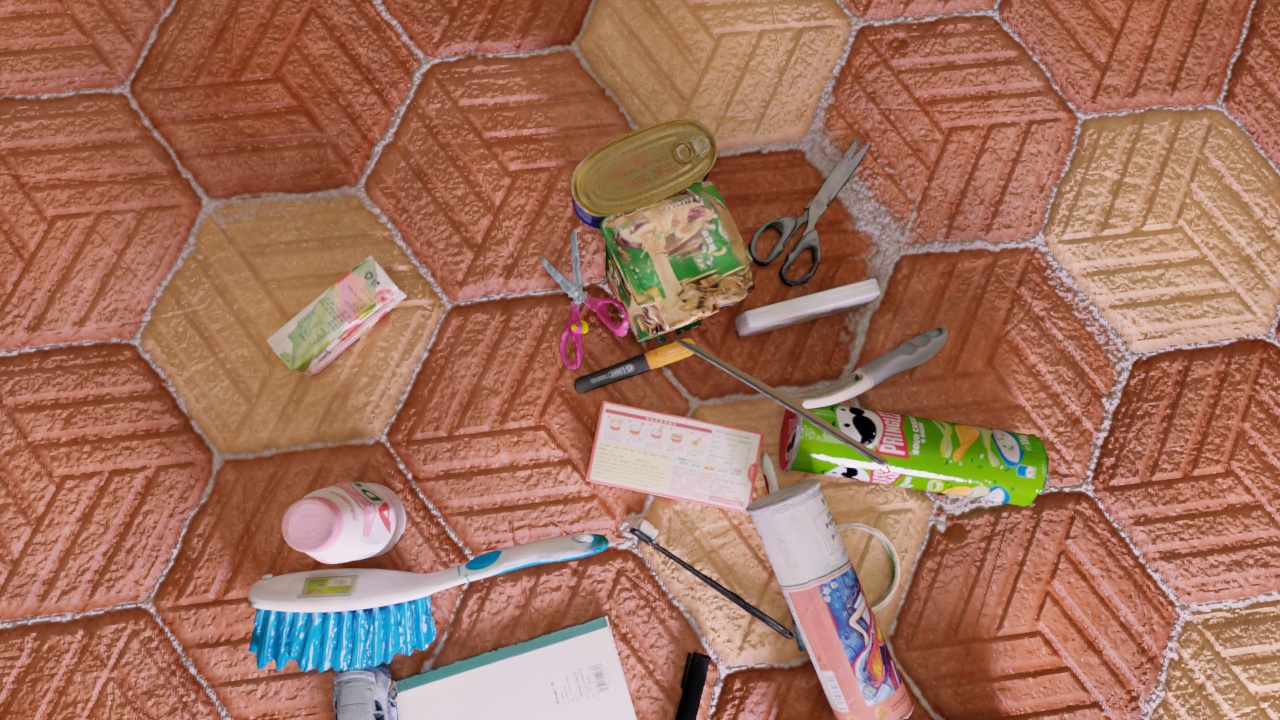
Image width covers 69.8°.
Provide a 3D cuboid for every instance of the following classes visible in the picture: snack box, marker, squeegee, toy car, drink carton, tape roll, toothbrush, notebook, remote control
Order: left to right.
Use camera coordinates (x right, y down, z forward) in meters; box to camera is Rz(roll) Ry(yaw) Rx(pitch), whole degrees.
[{"bbox_3d":[-0.279,-0.038,0.854,0.122,0.053,0.045,-42,86,-7],"label":"drink carton"},{"bbox_3d":[-0.240,0.328,0.804,0.054,0.036,0.120,-10,85,11],"label":"toy car"},{"bbox_3d":[-0.109,0.333,0.827,0.209,0.012,0.150,-16,82,-5],"label":"notebook"},{"bbox_3d":[-0.005,0.005,0.881,0.124,0.015,0.018,-20,78,-4],"label":"marker"},{"bbox_3d":[0.024,-0.080,0.845,0.118,0.106,0.117,-22,82,-19],"label":"snack box"},{"bbox_3d":[0.032,0.091,0.864,0.156,0.027,0.077,12,81,-1],"label":"snack box"},{"bbox_3d":[0.038,0.332,0.831,0.022,0.020,0.132,17,80,-11],"label":"marker"},{"bbox_3d":[0.068,0.204,0.854,0.181,0.016,0.018,35,72,4],"label":"toothbrush"},{"bbox_3d":[0.136,0.179,0.863,0.017,0.016,0.187,-13,83,5],"label":"toothbrush"},{"bbox_3d":[0.158,-0.050,0.877,0.135,0.056,0.019,-15,82,-5],"label":"remote control"},{"bbox_3d":[0.201,0.196,0.864,0.086,0.014,0.085,0,82,-3],"label":"tape roll"},{"bbox_3d":[0.200,0.013,0.844,0.246,0.246,0.039,-18,124,-33],"label":"squeegee"}]

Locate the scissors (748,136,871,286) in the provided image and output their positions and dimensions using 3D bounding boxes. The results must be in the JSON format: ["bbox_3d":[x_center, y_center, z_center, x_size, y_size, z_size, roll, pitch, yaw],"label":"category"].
[{"bbox_3d":[0.170,-0.158,0.916,0.141,0.014,0.173,1,81,-4],"label":"scissors"}]

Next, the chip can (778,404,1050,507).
[{"bbox_3d":[0.252,0.085,0.854,0.236,0.072,0.072,9,81,-2],"label":"chip can"}]

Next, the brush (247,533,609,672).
[{"bbox_3d":[-0.185,0.206,0.802,0.314,0.060,0.110,-1,113,-7],"label":"brush"}]

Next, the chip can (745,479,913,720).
[{"bbox_3d":[0.167,0.218,0.815,0.071,0.071,0.214,-22,87,-6],"label":"chip can"}]

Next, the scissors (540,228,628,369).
[{"bbox_3d":[-0.053,-0.059,0.861,0.017,0.124,0.133,-2,90,-48],"label":"scissors"}]

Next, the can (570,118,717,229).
[{"bbox_3d":[0.003,-0.180,0.892,0.148,0.049,0.074,-26,84,-7],"label":"can"}]

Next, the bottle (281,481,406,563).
[{"bbox_3d":[-0.244,0.134,0.757,0.068,0.197,0.068,1,81,-4],"label":"bottle"}]
